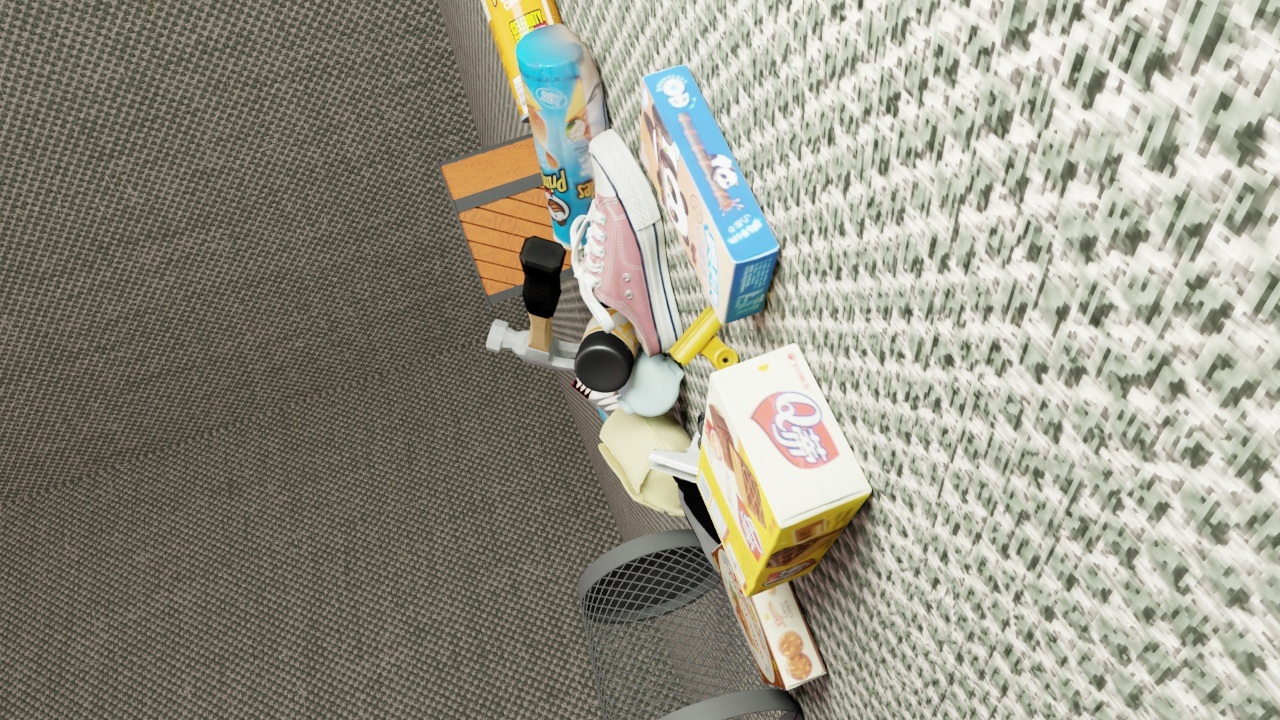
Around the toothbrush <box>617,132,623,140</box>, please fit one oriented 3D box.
[{"bbox_3d":[-0.011,-0.158,0.925,0.167,0.013,0.012,76,171,-49],"label":"toothbrush"}]

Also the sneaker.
[{"bbox_3d":[-0.024,-0.099,0.874,0.118,0.087,0.241,-121,13,-54],"label":"sneaker"}]

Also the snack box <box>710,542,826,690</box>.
[{"bbox_3d":[0.120,0.240,0.892,0.147,0.041,0.143,96,153,-73],"label":"snack box"}]

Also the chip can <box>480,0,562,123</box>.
[{"bbox_3d":[-0.124,-0.363,0.952,0.075,0.075,0.215,-156,47,-79],"label":"chip can"}]

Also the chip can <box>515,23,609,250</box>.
[{"bbox_3d":[-0.066,-0.215,0.918,0.230,0.079,0.079,82,166,-50],"label":"chip can"}]

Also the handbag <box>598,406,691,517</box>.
[{"bbox_3d":[0.024,0.114,1.050,0.111,0.081,0.119,30,-165,-37],"label":"handbag"}]

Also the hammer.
[{"bbox_3d":[-0.109,-0.055,1.015,0.329,0.131,0.039,111,175,-72],"label":"hammer"}]

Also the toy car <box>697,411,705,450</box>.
[{"bbox_3d":[0.082,0.096,0.826,0.046,0.034,0.112,84,163,-62],"label":"toy car"}]

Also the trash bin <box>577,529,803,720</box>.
[{"bbox_3d":[0.044,0.345,1.073,0.218,0.217,0.227,81,171,-53],"label":"trash bin"}]

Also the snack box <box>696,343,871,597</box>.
[{"bbox_3d":[0.091,0.090,0.656,0.231,0.061,0.110,88,161,-65],"label":"snack box"}]

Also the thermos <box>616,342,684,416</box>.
[{"bbox_3d":[-0.006,0.006,1.060,0.065,0.078,0.207,50,-178,-20],"label":"thermos"}]

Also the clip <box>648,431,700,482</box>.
[{"bbox_3d":[0.063,0.088,0.875,0.050,0.102,0.058,70,-140,-63],"label":"clip"}]

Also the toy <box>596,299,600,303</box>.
[{"bbox_3d":[-0.043,-0.098,1.209,0.085,0.033,0.105,122,130,-66],"label":"toy"}]

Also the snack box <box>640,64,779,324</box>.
[{"bbox_3d":[0.042,-0.109,0.608,0.087,0.034,0.151,90,159,-67],"label":"snack box"}]

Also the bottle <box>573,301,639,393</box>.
[{"bbox_3d":[-0.026,-0.038,0.998,0.181,0.059,0.059,-75,-26,-56],"label":"bottle"}]

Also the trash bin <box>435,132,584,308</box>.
[{"bbox_3d":[-0.135,-0.182,1.114,0.139,0.171,0.140,-120,13,-53],"label":"trash bin"}]

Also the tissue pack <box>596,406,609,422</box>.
[{"bbox_3d":[-0.033,0.060,1.407,0.144,0.061,0.093,-123,17,-49],"label":"tissue pack"}]

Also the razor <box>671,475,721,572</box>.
[{"bbox_3d":[0.078,0.172,0.992,0.060,0.057,0.156,13,128,42],"label":"razor"}]

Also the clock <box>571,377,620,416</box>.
[{"bbox_3d":[-0.014,0.051,1.198,0.155,0.065,0.114,36,178,26],"label":"clock"}]

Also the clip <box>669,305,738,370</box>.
[{"bbox_3d":[0.056,-0.012,0.734,0.049,0.054,0.045,41,178,24],"label":"clip"}]
